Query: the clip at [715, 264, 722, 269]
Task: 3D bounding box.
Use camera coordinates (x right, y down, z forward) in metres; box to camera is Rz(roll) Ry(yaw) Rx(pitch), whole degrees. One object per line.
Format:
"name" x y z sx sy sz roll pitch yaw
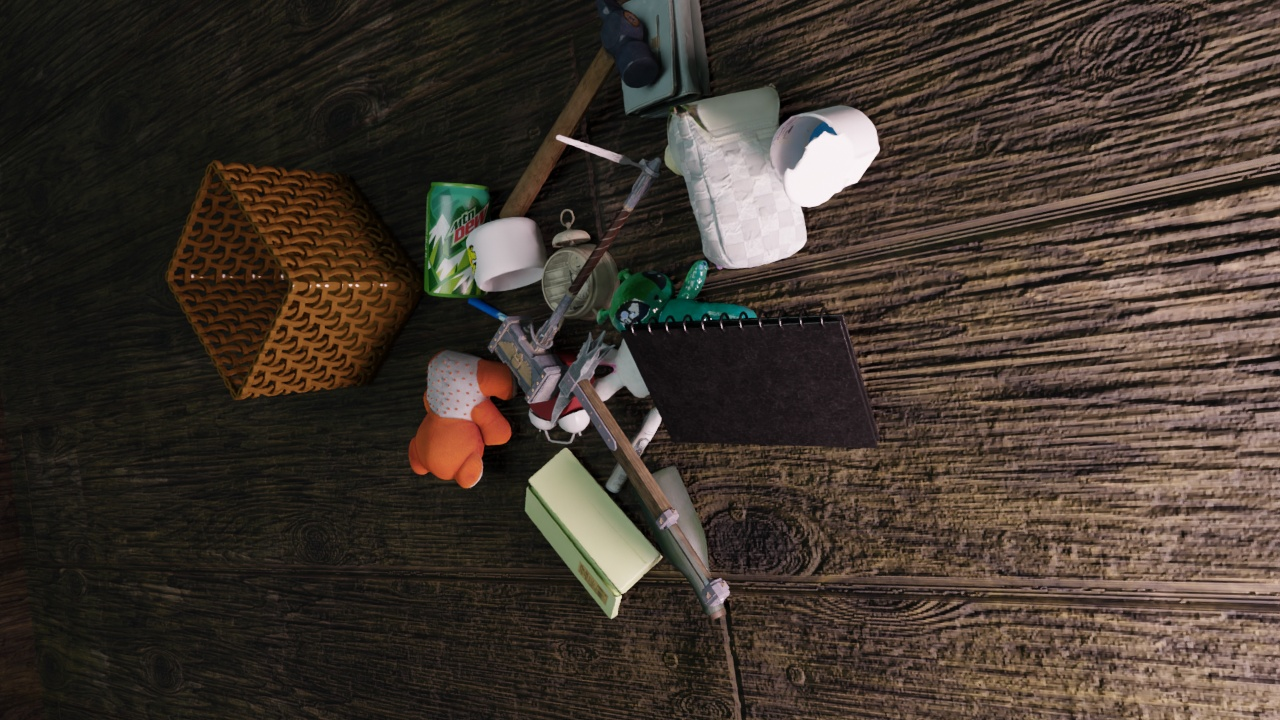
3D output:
"clip" 0.082 -0.121 0.999 0.051 0.014 0.045 31 115 28

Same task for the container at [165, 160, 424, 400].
"container" -0.491 -0.114 1.309 0.251 0.213 0.220 50 121 22

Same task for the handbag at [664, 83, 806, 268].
"handbag" 0.092 -0.177 0.927 0.123 0.112 0.171 -178 72 -70

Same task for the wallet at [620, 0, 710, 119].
"wallet" 0.022 -0.338 1.004 0.101 0.054 0.131 -9 84 37

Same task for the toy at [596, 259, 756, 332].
"toy" 0.033 -0.050 1.012 0.193 0.072 0.130 22 69 31

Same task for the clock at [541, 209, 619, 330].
"clock" -0.080 -0.111 1.097 0.093 0.054 0.141 -10 90 37

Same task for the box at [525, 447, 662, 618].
"box" -0.071 0.212 1.122 0.188 0.061 0.134 48 122 23

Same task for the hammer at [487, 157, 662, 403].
"hammer" -0.064 -0.095 1.028 0.098 0.044 0.323 51 123 23

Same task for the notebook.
"notebook" 0.107 0.021 0.917 0.232 0.019 0.169 -1 130 31

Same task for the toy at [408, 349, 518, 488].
"toy" -0.240 0.076 1.222 0.164 0.092 0.172 12 89 33

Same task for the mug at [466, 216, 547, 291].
"mug" -0.167 -0.129 1.144 0.116 0.094 0.068 138 118 -72

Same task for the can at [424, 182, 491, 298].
"can" -0.237 -0.156 1.194 0.083 0.082 0.144 10 100 36

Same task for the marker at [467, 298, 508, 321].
"marker" -0.175 -0.054 1.201 0.142 0.013 0.013 28 110 32

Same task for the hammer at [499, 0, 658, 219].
"hammer" -0.091 -0.270 1.075 0.323 0.040 0.129 -49 51 40

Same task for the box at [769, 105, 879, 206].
"box" 0.166 -0.188 0.840 0.091 0.159 0.081 45 125 13

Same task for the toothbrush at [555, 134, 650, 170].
"toothbrush" -0.032 -0.219 0.971 0.010 0.181 0.010 -44 65 26

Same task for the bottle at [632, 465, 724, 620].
"bottle" 0.049 0.206 1.029 0.055 0.055 0.174 -33 76 35

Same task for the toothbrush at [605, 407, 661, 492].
"toothbrush" 0.008 0.081 1.069 0.186 0.022 0.024 -59 26 25

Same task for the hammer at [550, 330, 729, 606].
"hammer" -0.001 0.132 1.004 0.316 0.028 0.147 55 130 26

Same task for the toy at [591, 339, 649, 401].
"toy" -0.006 0.006 1.063 0.126 0.037 0.076 -11 84 35

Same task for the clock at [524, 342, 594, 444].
"clock" -0.100 0.040 1.132 0.087 0.044 0.124 2 96 37
